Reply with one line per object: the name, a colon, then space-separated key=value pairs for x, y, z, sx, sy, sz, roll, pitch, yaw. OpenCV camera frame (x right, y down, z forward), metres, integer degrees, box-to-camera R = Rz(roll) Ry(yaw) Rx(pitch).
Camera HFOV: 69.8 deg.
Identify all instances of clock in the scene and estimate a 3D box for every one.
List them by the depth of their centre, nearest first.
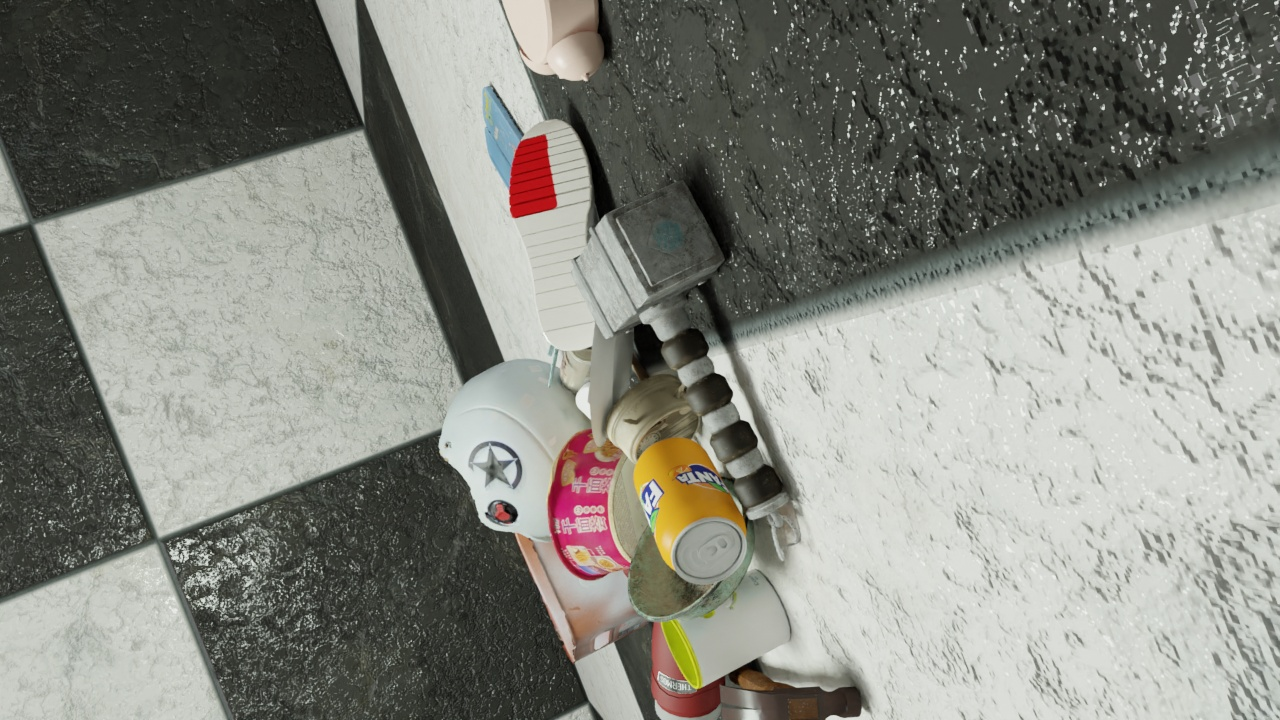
clock: x=-0.093 y=-0.326 z=0.803 sx=0.131 sy=0.086 sz=0.160 roll=41 pitch=154 yaw=59
clock: x=0.019 y=0.076 z=0.930 sx=0.054 sy=0.092 sz=0.141 roll=49 pitch=163 yaw=34

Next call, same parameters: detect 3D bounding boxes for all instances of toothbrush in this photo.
toothbrush: x=-0.006 y=0.006 z=1.047 sx=0.166 sy=0.016 sz=0.016 roll=56 pitch=161 yaw=35

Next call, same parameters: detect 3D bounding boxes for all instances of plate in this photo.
plate: x=-0.025 y=-0.004 z=0.949 sx=0.188 sy=0.016 sz=0.188 roll=6 pitch=-91 yaw=-82

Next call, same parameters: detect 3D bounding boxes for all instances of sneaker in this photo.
sneaker: x=-0.073 y=-0.131 z=0.982 sx=0.104 sy=0.090 sz=0.236 roll=-26 pitch=-75 yaw=-76

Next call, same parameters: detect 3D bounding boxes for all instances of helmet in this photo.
helmet: x=-0.131 y=0.116 z=1.285 sx=0.164 sy=0.235 sz=0.264 roll=-27 pitch=102 yaw=33

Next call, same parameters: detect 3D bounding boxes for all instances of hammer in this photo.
hammer: x=0.054 y=0.021 z=0.781 sx=0.326 sy=0.079 sz=0.177 roll=62 pitch=164 yaw=3
hammer: x=0.125 y=0.332 z=0.927 sx=0.323 sy=0.115 sz=0.033 roll=101 pitch=166 yaw=-76

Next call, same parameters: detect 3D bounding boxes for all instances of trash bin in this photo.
trash bin: x=-0.094 y=0.324 z=1.482 sx=0.259 sy=0.157 sz=0.182 roll=59 pitch=161 yaw=26

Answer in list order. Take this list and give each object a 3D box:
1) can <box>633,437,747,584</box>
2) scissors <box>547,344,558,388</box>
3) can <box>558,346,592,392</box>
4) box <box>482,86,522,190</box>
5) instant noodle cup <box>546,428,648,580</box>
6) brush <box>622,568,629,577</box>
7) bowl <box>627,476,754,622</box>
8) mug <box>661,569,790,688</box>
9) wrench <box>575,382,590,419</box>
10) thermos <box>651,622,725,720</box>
can: x=0.044 y=0.135 z=0.844 sx=0.142 sy=0.079 sz=0.079 roll=-117 pitch=12 yaw=-64
scissors: x=-0.098 y=-0.058 z=1.145 sx=0.170 sy=0.014 sz=0.173 roll=-74 pitch=-6 yaw=-64
can: x=-0.074 y=-0.001 z=1.185 sx=0.054 sy=0.054 sz=0.136 roll=65 pitch=164 yaw=13
box: x=-0.166 y=-0.260 z=1.216 sx=0.209 sy=0.021 sz=0.126 roll=58 pitch=162 yaw=32
instant noodle cup: x=-0.024 y=0.166 z=1.064 sx=0.078 sy=0.178 sz=0.179 roll=-5 pitch=111 yaw=32
brush: x=-0.018 y=0.204 z=1.203 sx=0.042 sy=0.082 sz=0.173 roll=-1 pitch=118 yaw=26
bowl: x=0.056 y=0.190 z=0.894 sx=0.038 sy=0.157 sz=0.157 roll=40 pitch=176 yaw=-25
mug: x=0.085 y=0.268 z=0.922 sx=0.082 sy=0.106 sz=0.083 roll=58 pitch=162 yaw=32
wrench: x=-0.028 y=0.143 z=1.243 sx=0.066 sy=0.018 sz=0.274 roll=6 pitch=127 yaw=31
thermos: x=0.060 y=0.304 z=1.044 sx=0.084 sy=0.107 sz=0.199 roll=8 pitch=108 yaw=27
